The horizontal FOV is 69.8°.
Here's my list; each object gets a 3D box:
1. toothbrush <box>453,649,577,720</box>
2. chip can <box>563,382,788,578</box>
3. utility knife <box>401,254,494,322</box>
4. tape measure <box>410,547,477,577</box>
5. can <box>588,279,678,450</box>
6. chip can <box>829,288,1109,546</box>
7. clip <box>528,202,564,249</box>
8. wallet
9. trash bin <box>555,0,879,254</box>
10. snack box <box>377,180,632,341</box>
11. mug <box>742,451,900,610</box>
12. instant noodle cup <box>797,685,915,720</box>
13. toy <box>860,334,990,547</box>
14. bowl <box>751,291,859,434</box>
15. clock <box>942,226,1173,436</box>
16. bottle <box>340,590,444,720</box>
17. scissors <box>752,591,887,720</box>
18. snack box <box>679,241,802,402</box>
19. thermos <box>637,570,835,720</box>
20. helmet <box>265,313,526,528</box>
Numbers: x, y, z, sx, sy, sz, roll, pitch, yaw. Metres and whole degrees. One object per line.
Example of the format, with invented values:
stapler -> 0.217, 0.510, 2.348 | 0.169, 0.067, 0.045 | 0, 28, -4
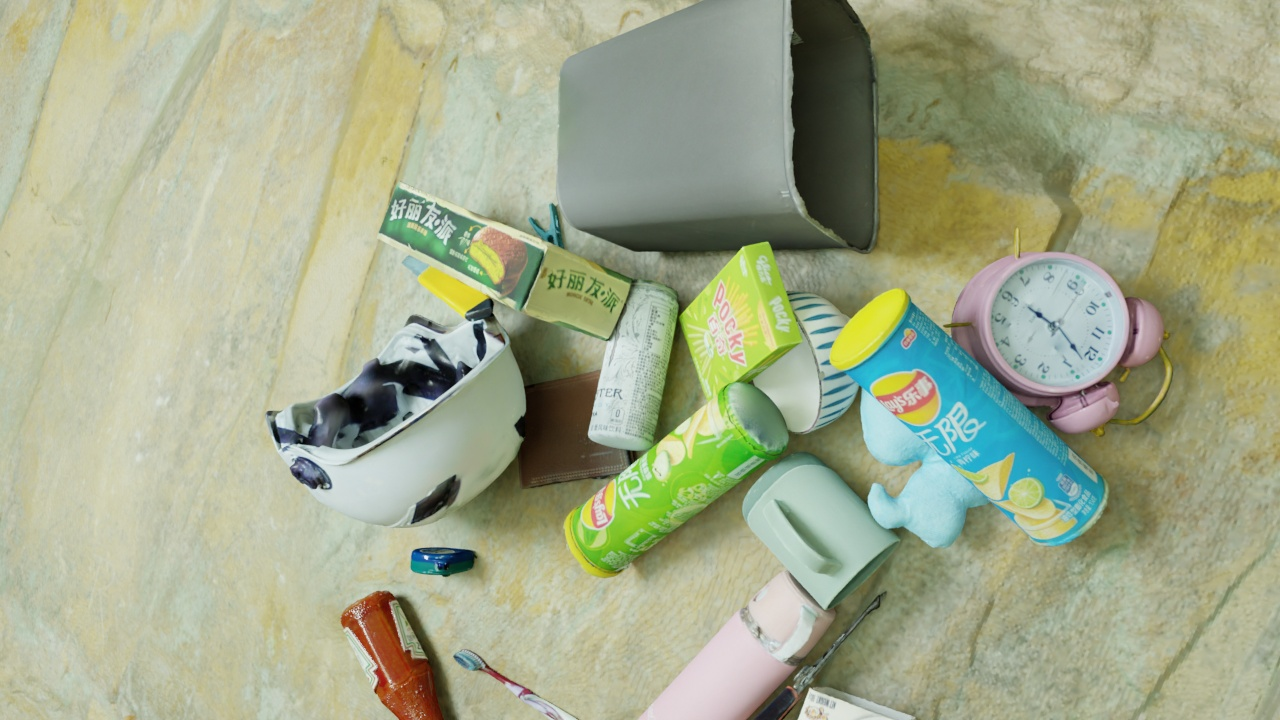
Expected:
toothbrush -> -0.106, 0.325, 0.877 | 0.188, 0.017, 0.016 | 23, 96, 26
chip can -> 0.028, 0.103, 0.779 | 0.222, 0.072, 0.072 | -41, 69, 30
utility knife -> -0.194, -0.076, 0.907 | 0.033, 0.015, 0.218 | -33, 34, -18
tape measure -> -0.200, 0.201, 0.911 | 0.055, 0.058, 0.025 | 0, 85, 23
can -> -0.005, 0.005, 0.819 | 0.058, 0.058, 0.146 | 4, 74, 26
chip can -> 0.235, 0.043, 0.657 | 0.210, 0.071, 0.071 | 41, 105, -9
clip -> -0.090, -0.127, 0.912 | 0.034, 0.013, 0.055 | -26, 73, 22
wallet -> -0.066, 0.066, 0.875 | 0.125, 0.032, 0.101 | -12, 83, 25
trash bin -> 0.063, -0.185, 0.754 | 0.220, 0.198, 0.198 | -2, 83, 32
snack box -> -0.130, -0.093, 0.840 | 0.240, 0.114, 0.063 | 26, 96, 41
mug -> 0.134, 0.133, 0.727 | 0.106, 0.111, 0.082 | 47, 110, 23
instant noodle cup -> 0.157, 0.325, 0.707 | 0.116, 0.116, 0.124 | 13, 78, 26
toy -> 0.223, 0.052, 0.716 | 0.161, 0.050, 0.156 | -42, 91, -10
bowl -> 0.141, -0.004, 0.750 | 0.066, 0.117, 0.116 | -16, 75, -19
clock -> 0.310, -0.014, 0.671 | 0.158, 0.060, 0.117 | 36, 88, 4
bottle -> -0.230, 0.330, 0.915 | 0.060, 0.059, 0.206 | -39, 73, 17
scissors -> 0.118, 0.271, 0.735 | 0.015, 0.212, 0.198 | 43, 139, 24
snack box -> 0.078, -0.027, 0.758 | 0.026, 0.157, 0.085 | -13, 77, -20
thermos -> 0.078, 0.264, 0.758 | 0.067, 0.087, 0.199 | 40, 105, -3
helmet -> -0.203, 0.069, 0.848 | 0.259, 0.228, 0.146 | 4, 127, 46
